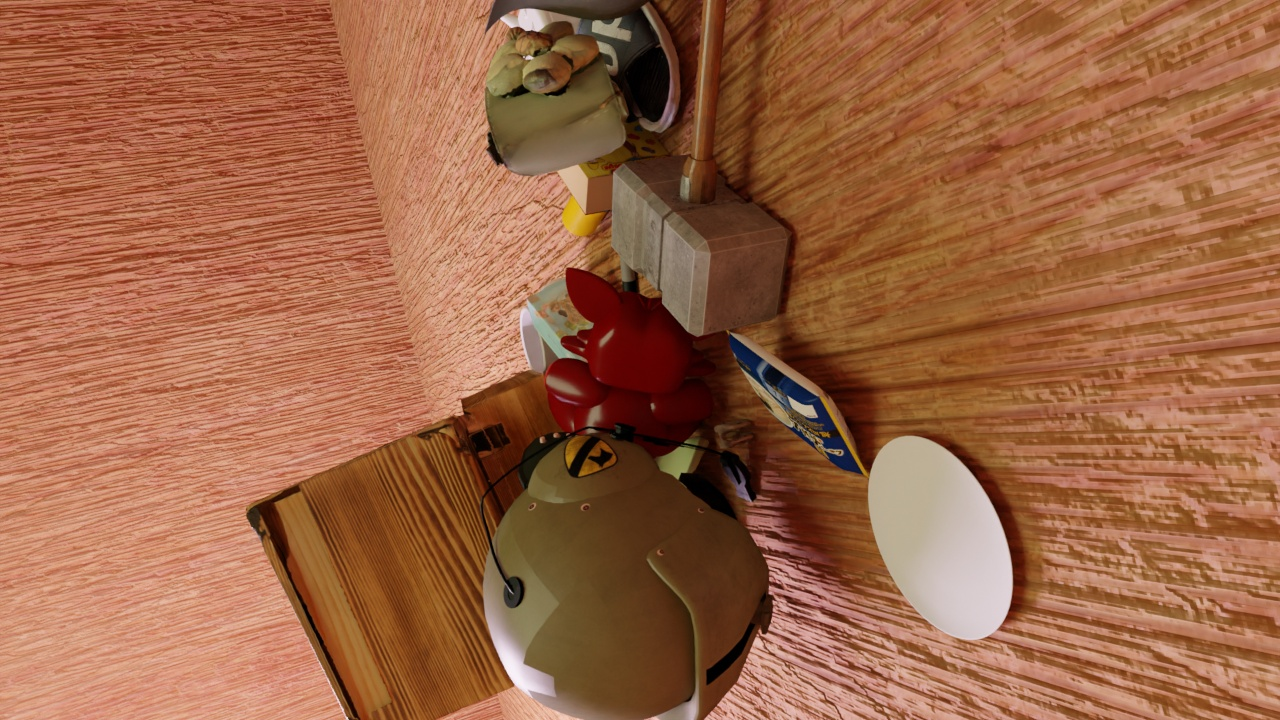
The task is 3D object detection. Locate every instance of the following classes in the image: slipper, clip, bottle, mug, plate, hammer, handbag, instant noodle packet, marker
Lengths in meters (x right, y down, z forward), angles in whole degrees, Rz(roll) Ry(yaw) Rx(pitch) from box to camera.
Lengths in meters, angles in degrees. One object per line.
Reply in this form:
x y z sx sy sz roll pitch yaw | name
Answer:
-0.036 -0.312 0.856 0.111 0.063 0.263 113 141 -57 | slipper
0.084 0.070 0.838 0.061 0.025 0.049 -135 35 -56 | clip
-0.048 -0.181 0.990 0.144 0.043 0.043 139 115 -67 | bottle
-0.091 -0.043 1.119 0.091 0.090 0.121 -136 38 -55 | mug
0.195 0.113 0.597 0.135 0.011 0.134 166 90 -69 | plate
0.049 -0.194 0.681 0.162 0.082 0.318 -128 32 -47 | hammer
-0.077 -0.220 0.761 0.186 0.113 0.117 -104 -5 -70 | handbag
0.116 0.030 0.692 0.087 0.026 0.134 55 173 -34 | instant noodle packet
-0.014 -0.105 0.988 0.016 0.016 0.141 -143 44 -59 | marker

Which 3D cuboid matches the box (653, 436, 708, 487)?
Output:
0.046 0.148 0.978 0.097 0.082 0.188 -62 11 -16 | box

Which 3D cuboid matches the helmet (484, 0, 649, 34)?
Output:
-0.028 -0.347 0.652 0.226 0.153 0.268 -99 31 -61 | helmet

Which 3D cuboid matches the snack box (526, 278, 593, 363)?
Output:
-0.052 -0.021 1.011 0.174 0.075 0.053 49 161 36 | snack box

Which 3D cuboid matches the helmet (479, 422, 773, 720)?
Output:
-0.004 0.188 0.781 0.233 0.255 0.251 -129 31 -54 | helmet

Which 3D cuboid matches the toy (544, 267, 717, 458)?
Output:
-0.005 0.005 0.851 0.120 0.158 0.198 -78 0 -52 | toy

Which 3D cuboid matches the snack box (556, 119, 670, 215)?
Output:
-0.034 -0.198 0.880 0.040 0.088 0.125 98 151 -44 | snack box

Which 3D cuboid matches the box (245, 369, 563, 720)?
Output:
-0.202 0.200 0.991 0.287 0.336 0.279 179 68 -77 | box

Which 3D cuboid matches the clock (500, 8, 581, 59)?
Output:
-0.094 -0.320 0.980 0.126 0.072 0.160 113 139 -58 | clock
